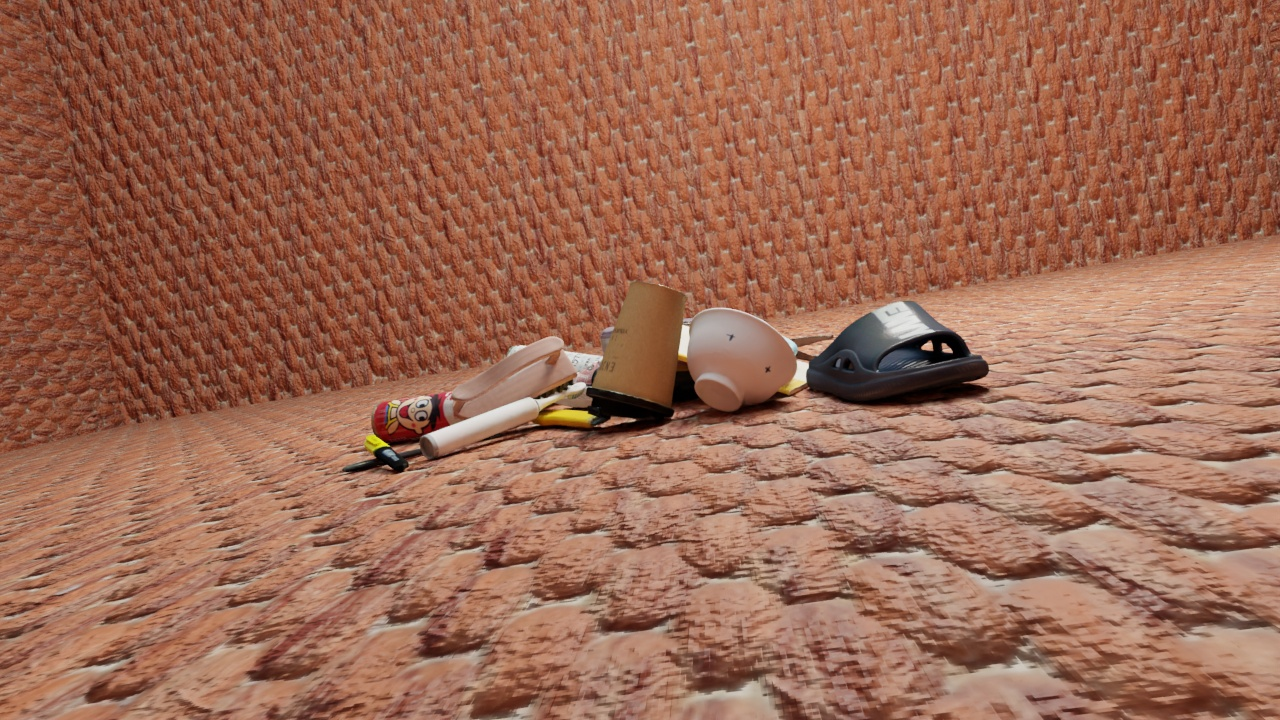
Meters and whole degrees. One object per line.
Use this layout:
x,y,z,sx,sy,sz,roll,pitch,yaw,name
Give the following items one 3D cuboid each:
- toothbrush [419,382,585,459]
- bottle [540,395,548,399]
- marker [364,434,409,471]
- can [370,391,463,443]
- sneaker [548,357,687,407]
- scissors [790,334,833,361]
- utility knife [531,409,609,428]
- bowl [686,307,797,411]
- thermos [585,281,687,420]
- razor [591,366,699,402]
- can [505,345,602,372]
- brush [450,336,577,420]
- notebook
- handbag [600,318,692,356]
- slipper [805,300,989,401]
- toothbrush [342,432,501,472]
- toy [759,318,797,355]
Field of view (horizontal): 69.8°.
-0.142,0.060,1.006,0.220,0.027,0.026,-21,-33,-42,toothbrush
-0.150,0.045,1.196,0.060,0.060,0.205,-9,3,12,bottle
-0.259,0.094,0.932,0.018,0.015,0.124,-19,16,-27,marker
-0.262,0.070,1.135,0.133,0.053,0.053,-8,4,19,can
-0.007,0.007,1.171,0.241,0.088,0.118,-7,4,18,sneaker
0.145,-0.014,1.226,0.225,0.015,0.189,-25,-37,16,scissors
-0.078,0.066,1.008,0.033,0.015,0.178,-21,9,-28,utility knife
0.089,0.011,0.915,0.118,0.118,0.064,-6,42,46,bowl
0.001,-0.004,0.939,0.093,0.143,0.093,14,-6,1,thermos
0.025,0.026,1.083,0.167,0.062,0.067,-5,33,-2,razor
-0.119,0.014,1.323,0.147,0.058,0.058,8,9,18,can
-0.149,0.025,1.054,0.145,0.063,0.073,-27,-30,-16,brush
0.100,-0.005,1.060,0.206,0.010,0.145,19,16,25,notebook
0.029,-0.015,1.345,0.145,0.098,0.197,-12,3,-12,handbag
0.227,-0.011,0.888,0.110,0.083,0.268,-12,2,-10,slipper
-0.232,0.094,0.987,0.180,0.018,0.016,-14,13,-34,toothbrush
0.124,-0.020,1.013,0.161,0.050,0.156,14,15,-31,toy
